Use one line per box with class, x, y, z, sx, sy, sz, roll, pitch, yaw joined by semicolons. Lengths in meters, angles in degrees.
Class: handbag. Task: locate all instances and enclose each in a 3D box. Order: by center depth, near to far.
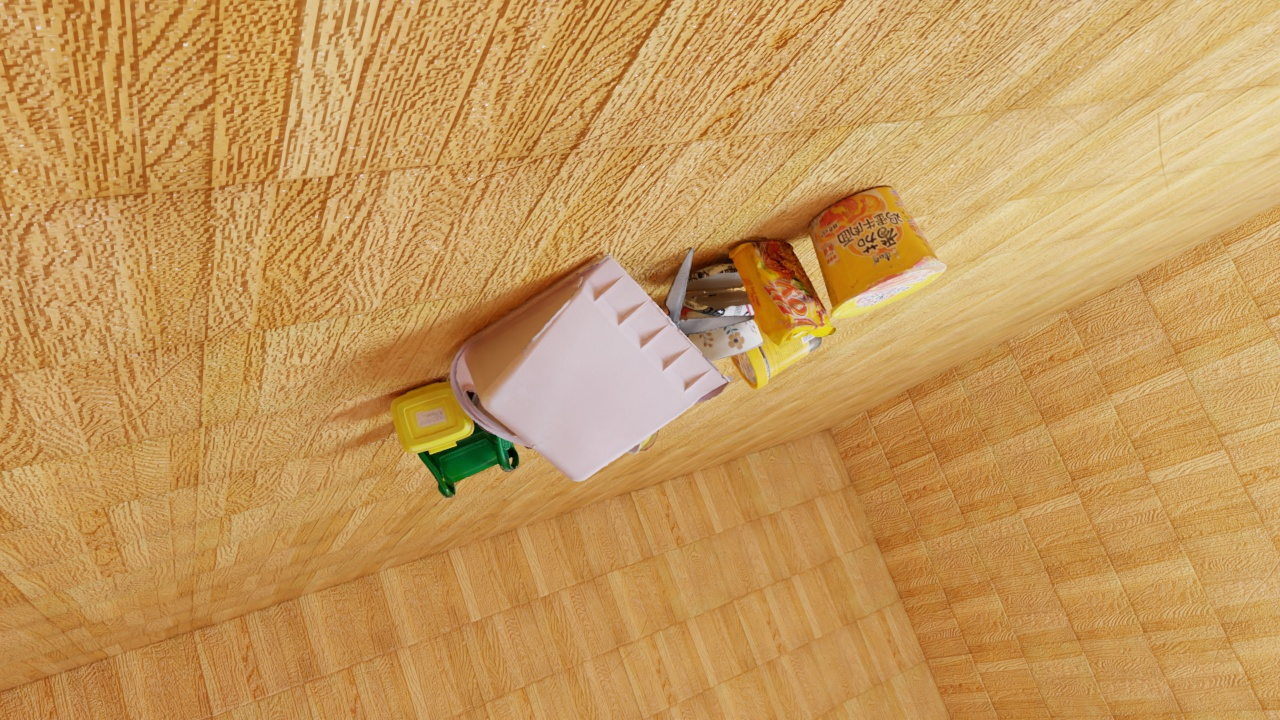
handbag;-0.237;0.113;1.248;0.131;0.120;0.068;-25;173;10

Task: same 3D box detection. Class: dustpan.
dustpan;-0.079;0.010;1.029;0.273;0.138;0.222;-39;121;5

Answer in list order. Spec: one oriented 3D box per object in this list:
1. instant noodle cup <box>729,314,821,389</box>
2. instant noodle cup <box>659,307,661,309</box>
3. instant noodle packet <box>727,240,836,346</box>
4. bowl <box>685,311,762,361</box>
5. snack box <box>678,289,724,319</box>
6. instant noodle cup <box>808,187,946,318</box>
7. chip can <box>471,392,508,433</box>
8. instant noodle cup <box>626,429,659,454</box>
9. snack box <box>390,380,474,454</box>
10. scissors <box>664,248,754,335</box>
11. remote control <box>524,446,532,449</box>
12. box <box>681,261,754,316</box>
instant noodle cup;0.188;-0.035;1.317;0.114;0.118;0.118;-27;168;-5
instant noodle cup;-0.020;0.007;1.167;0.138;0.108;0.138;-19;168;-4
instant noodle packet;0.163;-0.079;1.050;0.110;0.128;0.044;-6;157;-45
bowl;0.092;-0.036;1.155;0.113;0.062;0.113;-15;-173;2
snack box;0.065;-0.050;1.247;0.153;0.025;0.075;-26;166;24
instant noodle cup;0.263;-0.125;1.052;0.138;0.109;0.138;-19;168;-5
chip can;-0.143;0.059;1.243;0.071;0.071;0.210;-25;171;19
instant noodle cup;-0.025;0.079;1.337;0.116;0.116;0.123;16;-171;1
snack box;-0.255;0.072;1.144;0.091;0.082;0.080;-18;177;-5
scissors;0.012;-0.028;1.048;0.221;0.234;0.021;9;-150;0
remote control;-0.118;0.049;1.164;0.024;0.136;0.053;16;-174;21
box;0.108;-0.097;1.097;0.075;0.082;0.163;17;-161;42
